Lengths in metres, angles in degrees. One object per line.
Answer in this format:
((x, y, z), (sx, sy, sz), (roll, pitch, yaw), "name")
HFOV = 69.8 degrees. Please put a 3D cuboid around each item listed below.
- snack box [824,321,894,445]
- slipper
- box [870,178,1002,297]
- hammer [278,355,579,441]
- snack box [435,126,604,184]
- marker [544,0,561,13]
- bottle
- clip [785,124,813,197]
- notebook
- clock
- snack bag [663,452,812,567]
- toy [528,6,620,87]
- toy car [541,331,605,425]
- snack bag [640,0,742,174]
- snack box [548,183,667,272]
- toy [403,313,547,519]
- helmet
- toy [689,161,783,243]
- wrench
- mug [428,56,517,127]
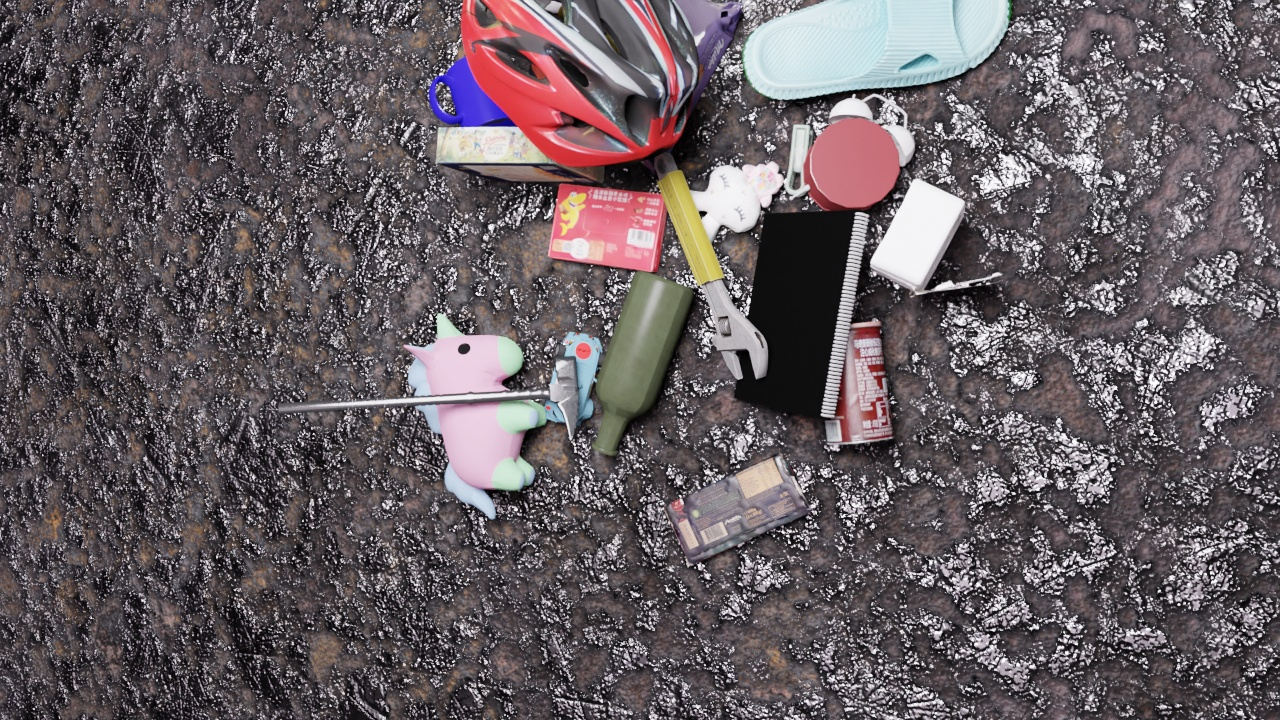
((0.220, 0.024, 0.950), (0.072, 0.072, 0.121), (-8, 87, 19), "snack box")
((0.240, -0.335, 0.936), (0.276, 0.069, 0.116), (-10, 90, 9), "slipper")
((0.306, -0.102, 0.904), (0.130, 0.110, 0.103), (28, 98, 18), "box")
((-0.230, 0.051, 1.013), (0.325, 0.015, 0.095), (-3, 81, -7), "hammer")
((-0.133, -0.231, 1.039), (0.145, 0.144, 0.042), (6, 94, 19), "snack box")
((-0.080, -0.419, 1.090), (0.146, 0.019, 0.019), (15, 94, 19), "marker")
((-0.006, 0.006, 1.029), (0.071, 0.071, 0.207), (22, 96, 18), "bottle")
((0.172, -0.216, 0.994), (0.023, 0.047, 0.076), (8, 95, 21), "clip")
((0.163, -0.051, 0.953), (0.149, 0.016, 0.206), (13, 94, 58), "notebook")
((0.224, -0.210, 0.954), (0.096, 0.048, 0.137), (32, 89, 1), "clock")
((0.105, 0.164, 1.014), (0.155, 0.018, 0.074), (-27, 81, 17), "snack bag")
((-0.086, -0.329, 1.054), (0.097, 0.099, 0.119), (30, 132, -24), "toy")
((-0.075, 0.023, 1.061), (0.060, 0.027, 0.108), (13, 94, -17), "toy car")
((0.024, -0.323, 1.031), (0.096, 0.058, 0.205), (31, 100, 18), "snack bag")
((-0.038, -0.155, 1.069), (0.133, 0.021, 0.089), (10, 92, 19), "snack box")
((-0.200, 0.067, 1.081), (0.171, 0.120, 0.222), (13, 92, 9), "toy")
((-0.057, -0.318, 0.914), (0.272, 0.216, 0.167), (51, 142, 11), "helmet")
((0.099, -0.177, 1.012), (0.126, 0.037, 0.076), (-23, 89, 24), "toy")
((0.072, -0.104, 0.998), (0.084, 0.018, 0.273), (-31, 78, 61), "wrench")
((-0.194, -0.306, 1.082), (0.079, 0.111, 0.083), (-27, 78, 56), "mug")
